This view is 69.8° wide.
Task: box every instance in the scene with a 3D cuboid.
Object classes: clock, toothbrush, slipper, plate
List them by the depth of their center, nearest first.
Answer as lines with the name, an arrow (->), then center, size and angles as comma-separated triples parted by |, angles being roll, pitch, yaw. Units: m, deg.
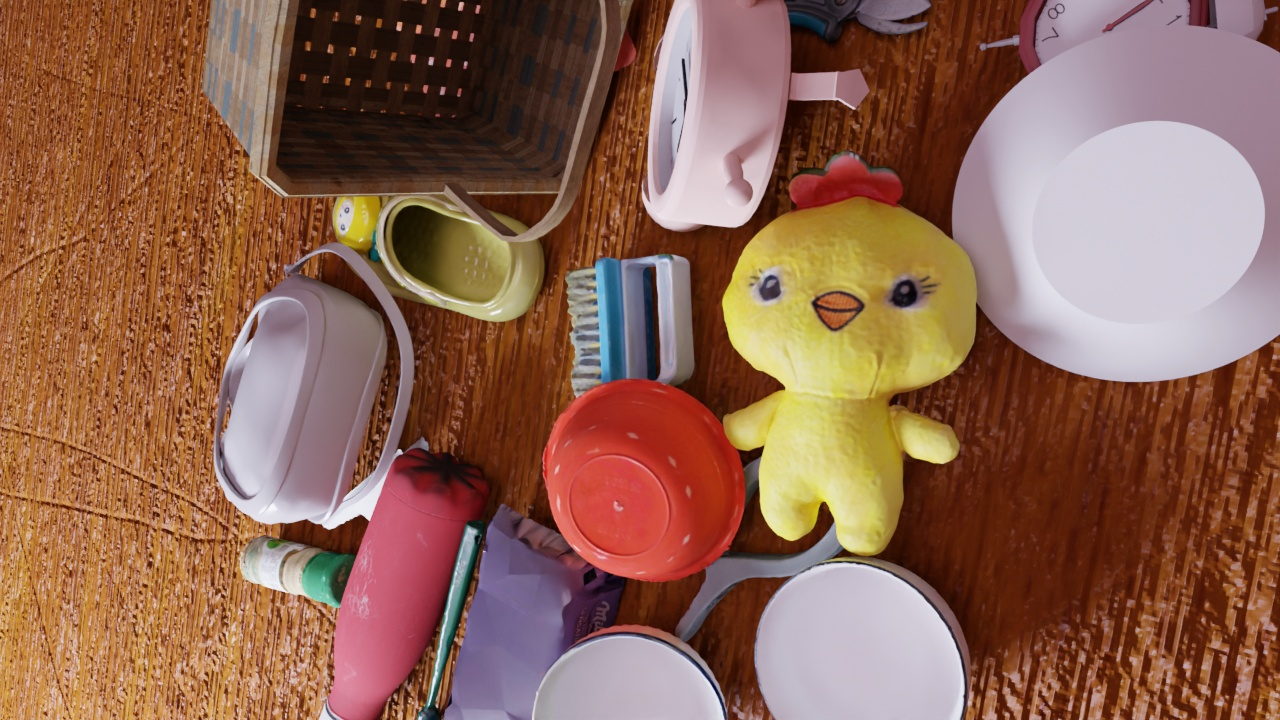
plate -> 0.238, -0.067, 0.436 | 0.174, 0.036, 0.174 | 8, 111, 23
clock -> 0.246, -0.169, 0.459 | 0.125, 0.044, 0.087 | -34, 74, 25
clock -> 0.050, -0.142, 0.520 | 0.160, 0.086, 0.131 | -169, 84, -73
toothbrush -> -0.136, 0.198, 0.657 | 0.017, 0.016, 0.190 | 37, 118, 44
slipper -> -0.160, -0.081, 0.659 | 0.191, 0.081, 0.092 | 21, 102, 24

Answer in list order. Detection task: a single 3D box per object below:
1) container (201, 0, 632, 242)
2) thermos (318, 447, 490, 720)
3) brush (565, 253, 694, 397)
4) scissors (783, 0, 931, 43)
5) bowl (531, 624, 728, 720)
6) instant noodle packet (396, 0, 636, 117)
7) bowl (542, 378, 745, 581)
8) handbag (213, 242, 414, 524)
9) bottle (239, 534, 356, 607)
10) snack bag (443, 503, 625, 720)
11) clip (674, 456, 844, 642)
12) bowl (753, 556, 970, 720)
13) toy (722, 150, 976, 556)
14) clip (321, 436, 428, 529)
container -> -0.095, -0.164, 0.516 | 0.186, 0.249, 0.158 | 31, 116, 28
thermos -> -0.182, 0.183, 0.670 | 0.073, 0.073, 0.240 | 29, 103, 26
brush -> -0.003, 0.003, 0.585 | 0.075, 0.055, 0.136 | -3, 88, 33
scissors -> 0.098, -0.224, 0.555 | 0.131, 0.019, 0.149 | -29, 75, 26
bowl -> -0.003, 0.216, 0.569 | 0.118, 0.062, 0.118 | 1, 94, 8
instant noodle packet -> -0.108, -0.281, 0.644 | 0.165, 0.083, 0.221 | -20, 89, 22
bowl -> -0.006, 0.078, 0.542 | 0.131, 0.045, 0.130 | 5, 104, 19
handbag -> -0.276, 0.014, 0.722 | 0.223, 0.095, 0.215 | 14, 87, 49
bottle -> -0.272, 0.168, 0.737 | 0.111, 0.043, 0.043 | 4, 91, 30
snack bag -> -0.078, 0.207, 0.621 | 0.096, 0.058, 0.205 | 16, 97, 29
clip -> 0.061, 0.093, 0.566 | 0.164, 0.027, 0.106 | -40, 70, 21
bowl -> 0.127, 0.163, 0.508 | 0.114, 0.063, 0.113 | -1, 89, 29
toy -> 0.110, -0.001, 0.498 | 0.134, 0.092, 0.207 | 6, 85, 24
clip -> -0.196, 0.104, 0.708 | 0.102, 0.054, 0.057 | -38, 37, 23
